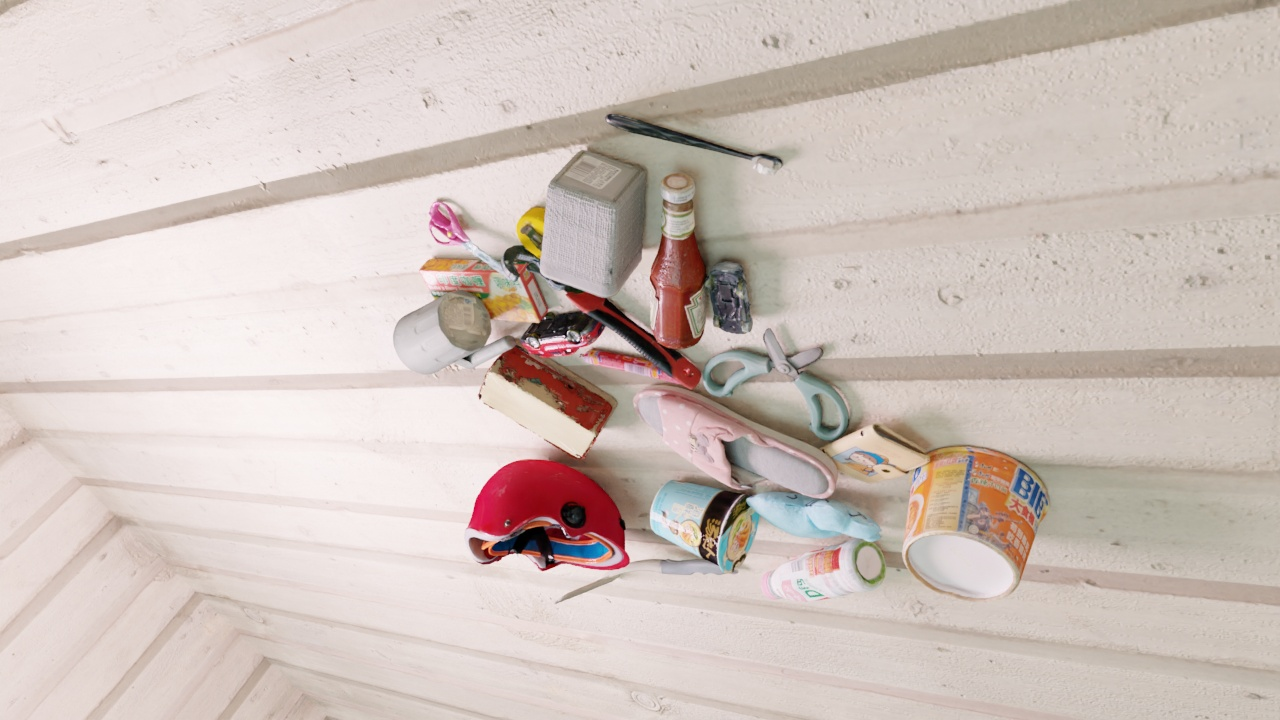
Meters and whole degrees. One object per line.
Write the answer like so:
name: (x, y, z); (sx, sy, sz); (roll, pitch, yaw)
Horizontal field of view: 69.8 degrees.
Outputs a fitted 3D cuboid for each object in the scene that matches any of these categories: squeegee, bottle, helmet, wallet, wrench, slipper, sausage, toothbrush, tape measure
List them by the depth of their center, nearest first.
toothbrush: (0.047, -0.207, 0.874); (0.181, 0.018, 0.016); (20, 143, 16)
bottle: (0.039, -0.100, 0.958); (0.060, 0.059, 0.206); (16, 138, 18)
tape measure: (-0.113, -0.142, 1.034); (0.057, 0.028, 0.060); (37, 140, -6)
wallet: (0.266, 0.109, 1.050); (0.087, 0.024, 0.115); (30, 149, -11)
wrench: (-0.041, -0.052, 1.070); (0.273, 0.056, 0.016); (34, 144, -9)
slipper: (0.107, 0.107, 1.121); (0.274, 0.054, 0.114); (22, 144, 21)
sausage: (-0.007, 0.007, 1.129); (0.156, 0.020, 0.020); (12, 137, 22)
bottle: (0.238, 0.290, 1.235); (0.068, 0.068, 0.197); (41, 143, -12)
helmet: (-0.131, 0.222, 1.342); (0.240, 0.143, 0.207); (9, 152, -11)
squeegee: (0.026, 0.319, 1.389); (0.247, 0.039, 0.246); (-11, 171, 17)

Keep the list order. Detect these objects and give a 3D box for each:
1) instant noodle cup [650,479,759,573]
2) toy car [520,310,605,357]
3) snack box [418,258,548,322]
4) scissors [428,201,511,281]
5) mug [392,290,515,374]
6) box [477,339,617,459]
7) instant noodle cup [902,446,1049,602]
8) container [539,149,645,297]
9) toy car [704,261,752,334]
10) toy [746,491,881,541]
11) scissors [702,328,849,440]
instant noodle cup: (0.081, 0.215, 1.231); (0.121, 0.111, 0.111); (14, 138, 31)
toy car: (-0.091, -0.032, 1.118); (0.121, 0.052, 0.045); (-8, 128, 42)
snack box: (-0.196, -0.088, 1.145); (0.156, 0.026, 0.077); (5, 135, 29)
scissors: (-0.203, -0.133, 1.093); (0.135, 0.017, 0.063); (40, 135, 8)
mug: (-0.232, -0.029, 1.157); (0.123, 0.083, 0.104); (23, 149, -37)
box: (-0.127, 0.057, 1.213); (0.168, 0.079, 0.092); (31, 142, 0)
instant noodle cup: (0.361, 0.185, 1.008); (0.151, 0.111, 0.152); (18, 139, 16)
container: (-0.047, -0.143, 0.945); (0.090, 0.090, 0.114); (20, 137, 13)
toy car: (0.097, -0.065, 0.976); (0.043, 0.034, 0.091); (7, 137, 24)
toy: (0.217, 0.197, 1.154); (0.161, 0.049, 0.156); (21, 159, -5)
scissors: (0.159, 0.036, 1.056); (0.174, 0.019, 0.170); (-20, 117, 43)
